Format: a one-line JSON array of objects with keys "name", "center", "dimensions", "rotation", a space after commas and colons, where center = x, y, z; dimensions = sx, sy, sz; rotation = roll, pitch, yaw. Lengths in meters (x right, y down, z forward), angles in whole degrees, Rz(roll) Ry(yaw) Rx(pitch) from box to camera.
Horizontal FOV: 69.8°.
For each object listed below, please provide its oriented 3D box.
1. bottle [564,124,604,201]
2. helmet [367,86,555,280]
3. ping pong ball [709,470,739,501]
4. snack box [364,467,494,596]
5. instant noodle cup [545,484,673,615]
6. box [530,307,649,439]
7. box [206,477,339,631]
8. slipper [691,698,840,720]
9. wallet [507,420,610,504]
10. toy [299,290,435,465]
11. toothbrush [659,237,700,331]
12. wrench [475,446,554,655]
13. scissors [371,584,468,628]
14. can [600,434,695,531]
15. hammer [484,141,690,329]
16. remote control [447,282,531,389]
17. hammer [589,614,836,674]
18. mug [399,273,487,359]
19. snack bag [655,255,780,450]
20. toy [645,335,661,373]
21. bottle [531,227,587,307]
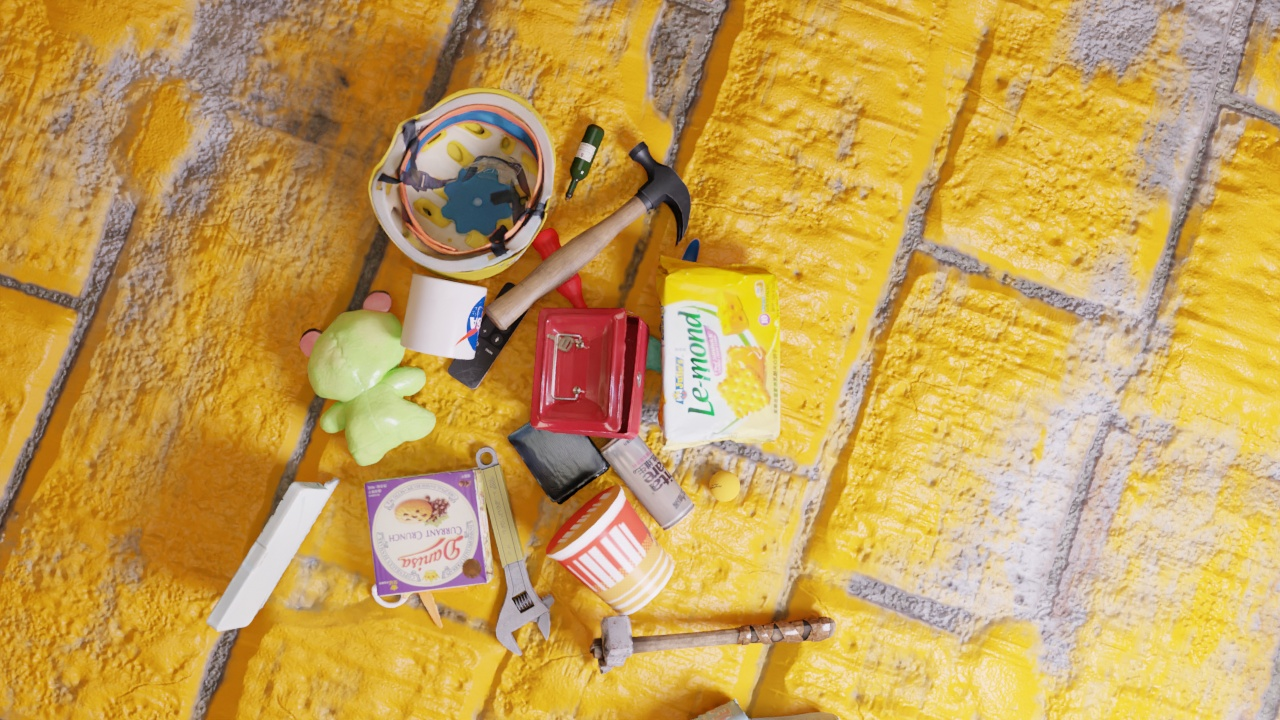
[{"name": "bottle", "center": [-0.077, -0.259, 1.207], "dimensions": [0.025, 0.025, 0.106], "rotation": [22, 88, -1]}, {"name": "helmet", "center": [-0.213, -0.207, 1.150], "dimensions": [0.209, 0.140, 0.239], "rotation": [32, 75, -1]}, {"name": "ping pong ball", "center": [0.109, 0.164, 1.196], "dimensions": [0.040, 0.040, 0.040], "rotation": [0, 89, -2]}, {"name": "snack box", "center": [-0.268, 0.217, 1.169], "dimensions": [0.143, 0.040, 0.148], "rotation": [-8, 87, 3]}, {"name": "instant noodle cup", "center": [-0.032, 0.244, 1.156], "dimensions": [0.123, 0.123, 0.121], "rotation": [-41, 98, -2]}, {"name": "box", "center": [-0.062, 0.016, 1.143], "dimensions": [0.129, 0.092, 0.157], "rotation": [4, 85, 16]}, {"name": "box", "center": [-0.443, 0.235, 1.130], "dimensions": [0.041, 0.134, 0.197], "rotation": [32, 88, 10]}, {"name": "slipper", "center": [0.136, 0.468, 1.163], "dimensions": [0.245, 0.104, 0.074], "rotation": [-6, 87, -8]}, {"name": "wallet", "center": [-0.107, 0.121, 1.198], "dimensions": [0.089, 0.026, 0.115], "rotation": [-36, 90, -1]}, {"name": "toy", "center": [-0.348, 0.027, 1.159], "dimensions": [0.150, 0.107, 0.197], "rotation": [-27, 98, 0]}, {"name": "toothbrush", "center": [0.051, -0.099, 1.212], "dimensions": [0.021, 0.017, 0.135], "rotation": [21, 88, -3]}, {"name": "wrench", "center": [-0.174, 0.246, 1.197], "dimensions": [0.083, 0.018, 0.273], "rotation": [-15, 89, -2]}, {"name": "scissors", "center": [-0.292, 0.295, 1.196], "dimensions": [0.128, 0.011, 0.125], "rotation": [-25, 88, 0]}, {"name": "can", "center": [0.008, 0.152, 1.186], "dimensions": [0.054, 0.054, 0.135], "rotation": [-39, 90, -2]}, {"name": "hammer", "center": [-0.066, -0.141, 1.172], "dimensions": [0.305, 0.040, 0.132], "rotation": [-40, 90, -13]}, {"name": "remote control", "center": [-0.197, -0.033, 1.207], "dimensions": [0.045, 0.008, 0.146], "rotation": [34, 88, -1]}, {"name": "hammer", "center": [0.094, 0.355, 1.172], "dimensions": [0.318, 0.122, 0.048], "rotation": [-2, 57, -10]}, {"name": "mug", "center": [-0.245, -0.056, 1.150], "dimensions": [0.091, 0.121, 0.090], "rotation": [11, 94, -7]}, {"name": "snack bag", "center": [0.096, -0.010, 1.175], "dimensions": [0.159, 0.068, 0.247], "rotation": [0, 89, -14]}, {"name": "toy", "center": [-0.007, 0.007, 1.201], "dimensions": [0.105, 0.033, 0.085], "rotation": [-19, 97, -5]}, {"name": "bottle", "center": [-0.101, -0.114, 1.198], "dimensions": [0.036, 0.036, 0.119], "rotation": [-28, 90, -2]}]
